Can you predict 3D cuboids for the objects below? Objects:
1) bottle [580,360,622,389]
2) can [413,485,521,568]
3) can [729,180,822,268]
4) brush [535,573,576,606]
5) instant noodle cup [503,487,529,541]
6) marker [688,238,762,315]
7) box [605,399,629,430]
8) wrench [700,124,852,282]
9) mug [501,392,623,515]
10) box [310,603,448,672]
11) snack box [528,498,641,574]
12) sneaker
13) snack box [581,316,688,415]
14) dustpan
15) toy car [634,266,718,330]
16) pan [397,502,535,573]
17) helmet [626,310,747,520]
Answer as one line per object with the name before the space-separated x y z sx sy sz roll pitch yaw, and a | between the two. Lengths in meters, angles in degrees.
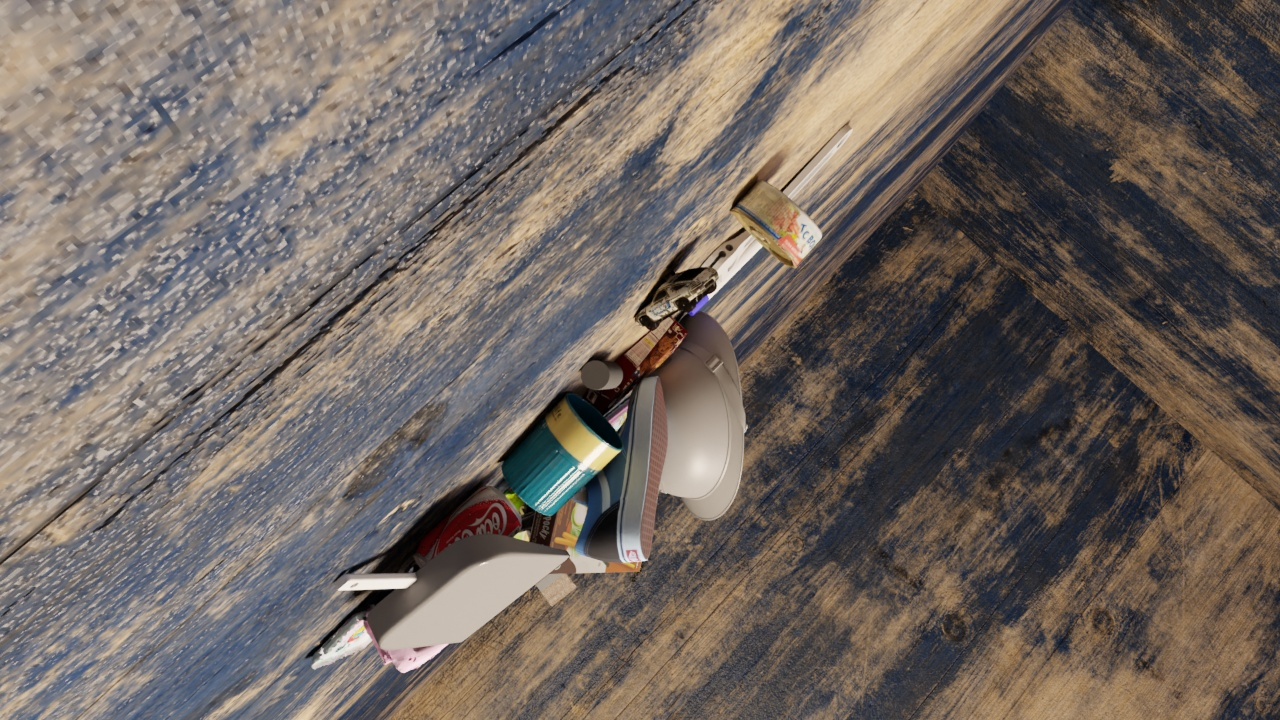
bottle | -0.036 0.015 0.974 0.030 0.030 0.113 -47 172 6
can | -0.179 0.184 0.953 0.104 0.064 0.064 -42 172 -27
can | 0.134 -0.134 0.904 0.043 0.086 0.086 -48 172 4
brush | -0.146 0.262 1.243 0.045 0.143 0.008 -39 173 11
instant noodle cup | -0.142 0.220 1.184 0.099 0.108 0.099 -45 174 -7
marker | 0.108 -0.111 1.139 0.141 0.020 0.020 -45 172 -8
box | -0.046 0.119 1.433 0.213 0.049 0.150 -37 165 -49
wrench | 0.152 -0.175 1.058 0.273 0.018 0.087 -47 171 -3
mug | -0.080 0.099 0.979 0.107 0.083 0.113 -47 176 9
box | -0.290 0.319 1.029 0.102 0.087 0.202 -33 171 -6
snack box | -0.055 0.199 1.093 0.185 0.032 0.101 16 85 -54
sneaker | -0.029 0.112 1.020 0.083 0.098 0.240 73 21 -45
snack box | -0.006 0.006 1.082 0.140 0.032 0.051 -41 171 -32
dustpan | -0.195 0.222 0.883 0.163 0.033 0.257 -40 156 12
toy car | 0.031 -0.065 0.910 0.048 0.040 0.113 -41 -172 -36
pan | -0.125 0.182 1.072 0.355 0.055 0.187 -23 117 -49
helmet | 0.034 0.075 1.160 0.117 0.271 0.184 -5 -175 -31
